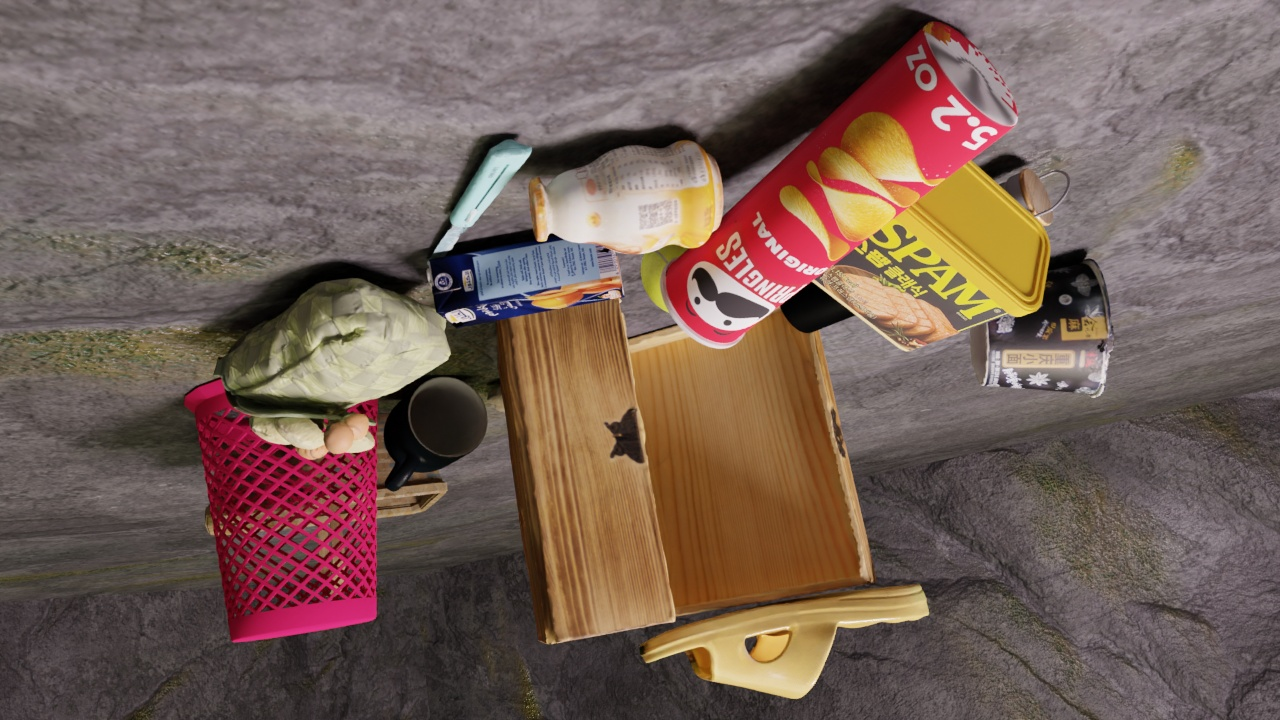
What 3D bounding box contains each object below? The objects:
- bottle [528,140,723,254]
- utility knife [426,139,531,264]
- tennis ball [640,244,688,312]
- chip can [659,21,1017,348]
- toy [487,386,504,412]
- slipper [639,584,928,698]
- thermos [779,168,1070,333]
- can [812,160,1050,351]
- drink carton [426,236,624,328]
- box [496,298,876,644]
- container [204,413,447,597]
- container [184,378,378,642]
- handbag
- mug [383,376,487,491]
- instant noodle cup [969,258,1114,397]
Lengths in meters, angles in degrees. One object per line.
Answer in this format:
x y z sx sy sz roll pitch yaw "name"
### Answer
-0.009 -0.092 0.532 0.108 0.063 0.063 -7 165 -8 "bottle"
-0.108 -0.093 0.572 0.022 0.015 0.180 -3 167 -28 "utility knife"
0.033 -0.064 0.657 0.065 0.065 0.065 -9 165 -3 "tennis ball"
0.103 -0.090 0.528 0.069 0.069 0.221 2 150 -39 "chip can"
-0.106 0.038 0.989 0.115 0.046 0.092 -5 165 9 "toy"
0.128 0.245 0.787 0.263 0.078 0.100 -6 167 -15 "slipper"
0.212 -0.086 0.700 0.061 0.061 0.232 5 159 -45 "thermos"
0.181 -0.075 0.607 0.135 0.075 0.105 34 149 -19 "can"
-0.079 -0.057 0.649 0.130 0.040 0.064 -11 171 0 "drink carton"
0.039 0.087 0.823 0.315 0.279 0.283 -9 166 -13 "box"
-0.352 0.168 1.033 0.249 0.186 0.158 -3 164 -25 "container"
-0.327 0.142 0.874 0.183 0.225 0.183 -9 165 -3 "container"
-0.226 0.014 0.681 0.187 0.116 0.113 -20 162 39 "handbag"
-0.224 0.083 0.944 0.085 0.121 0.095 39 146 -16 "mug"
0.393 -0.028 0.918 0.112 0.137 0.137 -4 166 12 "instant noodle cup"
